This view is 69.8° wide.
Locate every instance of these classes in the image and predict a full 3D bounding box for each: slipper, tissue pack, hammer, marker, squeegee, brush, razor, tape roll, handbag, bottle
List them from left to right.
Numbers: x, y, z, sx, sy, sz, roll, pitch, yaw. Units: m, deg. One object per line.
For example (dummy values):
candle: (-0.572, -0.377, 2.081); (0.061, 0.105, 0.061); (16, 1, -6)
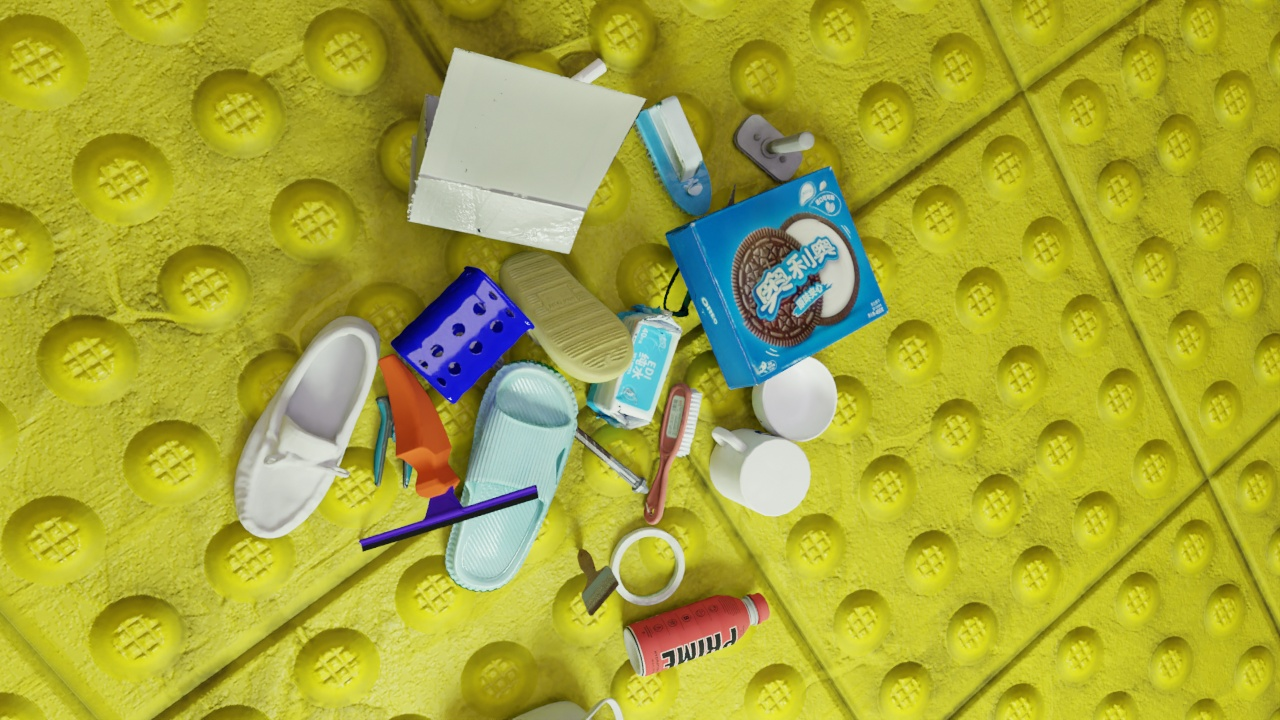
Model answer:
slipper: (-0.340, 0.070, 0.950); (0.112, 0.074, 0.246); (27, 87, -3)
squeegee: (-0.227, 0.081, 0.947); (0.055, 0.250, 0.185); (-25, 94, -61)
slipper: (-0.139, 0.136, 0.995); (0.116, 0.069, 0.276); (14, 101, -24)
hammer: (-0.105, 0.054, 1.041); (0.322, 0.044, 0.098); (42, 80, -19)
handbag: (-0.096, 0.513, 1.049); (0.215, 0.095, 0.223); (-21, 105, -14)
slipper: (-0.090, -0.037, 1.004); (0.091, 0.082, 0.190); (-25, 63, -33)
marker: (-0.092, -0.295, 1.029); (0.133, 0.020, 0.017); (-40, 115, -12)
brush: (-0.053, 0.235, 1.014); (0.008, 0.143, 0.045); (41, 89, -16)
tissue pack: (-0.006, 0.006, 1.041); (0.061, 0.093, 0.144); (19, 87, -22)
tape roll: (0.008, 0.248, 1.105); (0.093, 0.013, 0.093); (-1, 94, -18)
brush: (0.039, 0.112, 1.096); (0.030, 0.041, 0.172); (14, 90, -37)
brush: (0.045, -0.230, 1.052); (0.055, 0.075, 0.136); (-28, 102, -15)
bottle: (0.072, 0.323, 1.106); (0.176, 0.062, 0.062); (-14, 98, -18)
razor: (0.169, -0.252, 1.071); (0.088, 0.116, 0.047); (36, 87, -18)

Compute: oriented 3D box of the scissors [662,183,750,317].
scissors: (0.105, -0.105, 1.103); (0.154, 0.015, 0.209); (49, 62, -36)

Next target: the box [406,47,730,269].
box: (-0.095, -0.171, 0.783); (0.166, 0.507, 0.148); (9, 95, -20)

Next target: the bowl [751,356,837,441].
bowl: (0.184, 0.046, 1.128); (0.104, 0.054, 0.105); (1, 88, -21)

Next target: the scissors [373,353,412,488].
scissors: (-0.259, 0.069, 0.997); (0.129, 0.019, 0.139); (-40, 101, -7)

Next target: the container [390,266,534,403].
container: (-0.183, -0.026, 0.934); (0.113, 0.084, 0.085); (-46, 110, -10)

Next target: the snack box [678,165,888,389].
snack box: (0.166, -0.101, 1.075); (0.238, 0.056, 0.195); (-27, 97, -30)

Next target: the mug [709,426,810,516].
mug: (0.132, 0.122, 1.097); (0.121, 0.090, 0.091); (44, 80, -16)
